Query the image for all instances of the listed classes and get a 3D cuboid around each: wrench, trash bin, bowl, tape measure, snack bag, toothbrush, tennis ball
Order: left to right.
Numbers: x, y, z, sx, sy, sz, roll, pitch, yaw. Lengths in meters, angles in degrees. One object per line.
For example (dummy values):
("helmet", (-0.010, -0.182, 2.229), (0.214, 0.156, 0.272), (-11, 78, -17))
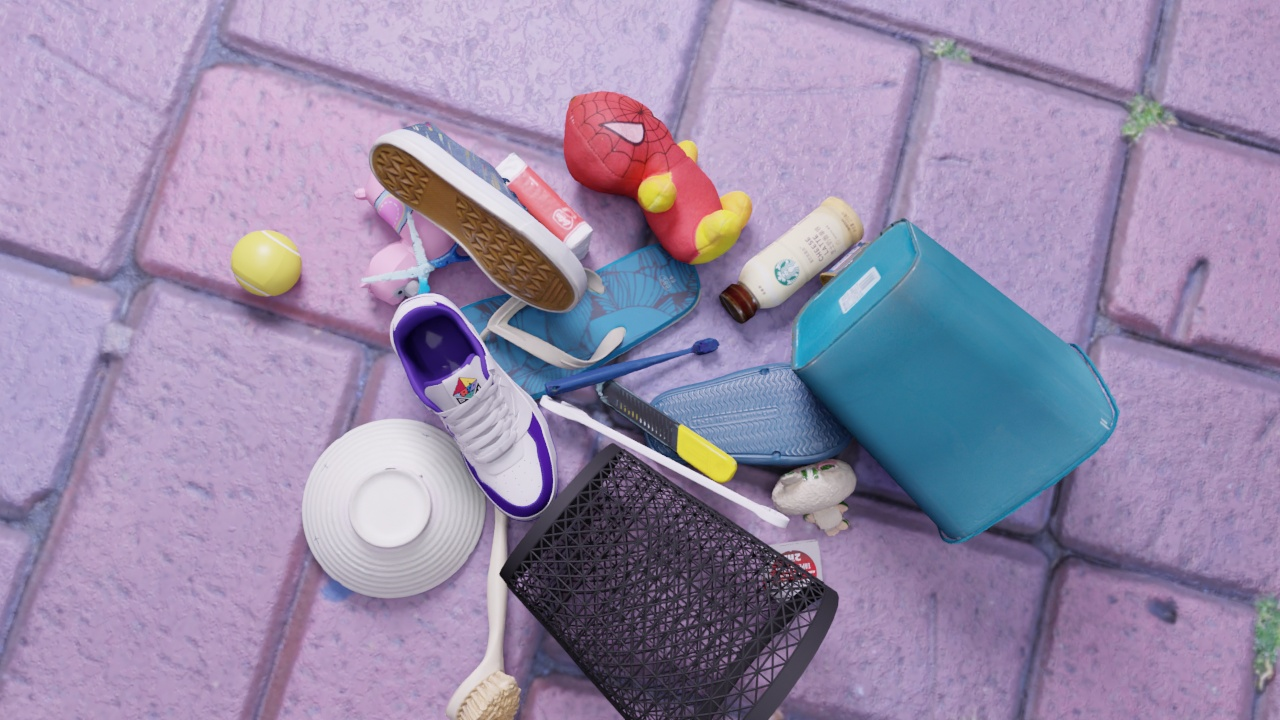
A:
("tennis ball", (-0.369, -0.096, 0.907), (0.065, 0.065, 0.065), (1, 84, -5))
("bowl", (-0.238, 0.141, 0.880), (0.177, 0.071, 0.177), (2, 81, -11))
("snack bag", (-0.099, -0.150, 0.929), (0.116, 0.077, 0.036), (45, 80, 1))
("toothbrush", (-0.006, 0.005, 0.930), (0.189, 0.017, 0.016), (-15, 92, -19))
("trash bin", (0.016, 0.215, 0.842), (0.243, 0.217, 0.216), (40, 82, 7))
("wrench", (0.018, 0.095, 0.886), (0.273, 0.047, 0.009), (25, 93, 20))
("tape measure", (0.154, 0.215, 0.939), (0.060, 0.020, 0.062), (-7, 85, -5))
("trash bin", (0.270, 0.007, 0.845), (0.218, 0.198, 0.197), (40, 115, -9))

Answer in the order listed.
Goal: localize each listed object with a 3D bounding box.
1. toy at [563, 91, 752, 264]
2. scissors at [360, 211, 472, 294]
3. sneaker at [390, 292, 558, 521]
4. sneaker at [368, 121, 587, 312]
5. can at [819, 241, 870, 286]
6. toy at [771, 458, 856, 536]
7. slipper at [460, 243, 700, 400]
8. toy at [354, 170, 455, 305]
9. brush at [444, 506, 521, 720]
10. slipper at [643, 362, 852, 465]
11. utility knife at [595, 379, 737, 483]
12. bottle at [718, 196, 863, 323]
("toy", (0.009, -0.186, 0.923), (0.216, 0.147, 0.099), (38, 110, -2))
("scissors", (-0.206, -0.088, 0.901), (0.133, 0.014, 0.127), (-21, 117, -17))
("sneaker", (-0.151, 0.042, 0.850), (0.091, 0.111, 0.244), (-33, 92, -6))
("sneaker", (-0.138, -0.143, 0.864), (0.235, 0.088, 0.079), (39, 47, -8))
("can", (0.239, -0.069, 0.950), (0.059, 0.054, 0.100), (-42, 110, -9))
("toy", (0.177, 0.133, 0.930), (0.087, 0.112, 0.050), (-24, 49, 12))
("slipper", (-0.074, -0.038, 0.930), (0.294, 0.060, 0.118), (-23, 89, -7))
("toy", (-0.234, -0.139, 0.924), (0.123, 0.067, 0.157), (44, 86, 2))
("brush", (-0.143, 0.230, 0.898), (0.077, 0.062, 0.272), (0, 78, 23))
("slipper", (0.109, 0.058, 0.935), (0.214, 0.059, 0.103), (-5, 82, 10))
("utility knife", (0.020, 0.065, 0.914), (0.174, 0.020, 0.029), (34, 95, 16))
("bottle", (0.156, -0.102, 0.956), (0.162, 0.056, 0.056), (-39, 88, -7))
